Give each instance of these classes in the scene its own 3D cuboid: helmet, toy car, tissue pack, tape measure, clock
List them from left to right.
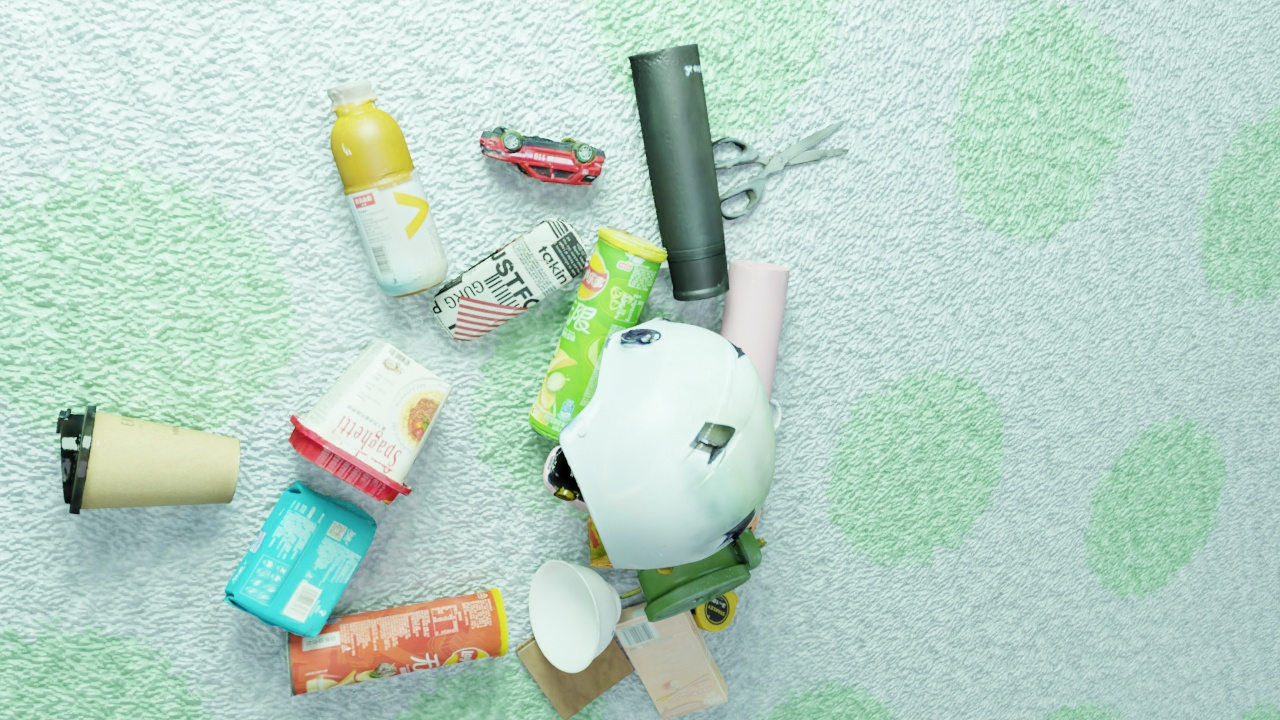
[{"bbox_3d":[-0.324,0.190,0.881,0.093,0.050,0.133,37,70,-25],"label":"tissue pack"},{"bbox_3d":[-0.093,-0.193,0.872,0.120,0.053,0.045,7,104,-24],"label":"toy car"},{"bbox_3d":[-0.047,0.127,0.923,0.122,0.037,0.056,32,66,-32],"label":"toy car"},{"bbox_3d":[0.053,0.077,0.872,0.257,0.146,0.229,-52,137,-45],"label":"helmet"},{"bbox_3d":[0.066,0.222,0.967,0.161,0.116,0.056,-10,66,-33],"label":"clock"},{"bbox_3d":[0.083,0.290,1.084,0.060,0.029,0.057,31,67,-23],"label":"tape measure"}]

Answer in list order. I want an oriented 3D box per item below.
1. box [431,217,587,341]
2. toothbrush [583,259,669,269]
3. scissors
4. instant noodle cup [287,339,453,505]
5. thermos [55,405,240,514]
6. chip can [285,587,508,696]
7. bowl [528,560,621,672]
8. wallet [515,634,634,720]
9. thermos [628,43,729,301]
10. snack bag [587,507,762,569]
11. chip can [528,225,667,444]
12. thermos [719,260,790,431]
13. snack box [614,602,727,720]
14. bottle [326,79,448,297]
[{"bbox_3d":[-0.127,-0.075,0.883,0.164,0.051,0.068,-35,126,7],"label":"box"},{"bbox_3d":[-0.044,-0.102,0.938,0.187,0.016,0.017,-2,96,-20],"label":"toothbrush"},{"bbox_3d":[0.144,-0.209,0.982,0.164,0.014,0.163,21,95,-27],"label":"scissors"},{"bbox_3d":[-0.247,0.053,0.856,0.116,0.117,0.124,37,78,-25],"label":"instant noodle cup"},{"bbox_3d":[-0.434,0.091,0.807,0.143,0.093,0.093,9,101,-31],"label":"thermos"},{"bbox_3d":[-0.246,0.286,0.937,0.216,0.073,0.073,-5,106,-20],"label":"chip can"},{"bbox_3d":[-0.061,0.271,0.995,0.064,0.118,0.118,-1,106,-44],"label":"bowl"},{"bbox_3d":[-0.074,0.343,1.050,0.101,0.020,0.115,-34,111,-11],"label":"wallet"},{"bbox_3d":[0.045,-0.186,0.921,0.068,0.089,0.243,-3,108,23],"label":"thermos"},{"bbox_3d":[0.044,0.185,1.033,0.207,0.073,0.129,9,101,-30],"label":"snack bag"},{"bbox_3d":[-0.046,-0.020,0.917,0.072,0.072,0.221,16,104,-24],"label":"chip can"},{"bbox_3d":[0.125,-0.007,1.001,0.087,0.067,0.199,-1,104,-25],"label":"thermos"},{"bbox_3d":[0.036,0.347,1.072,0.084,0.026,0.157,-20,113,10],"label":"snack box"},{"bbox_3d":[-0.230,-0.153,0.823,0.068,0.068,0.190,-20,111,-15],"label":"bottle"}]
